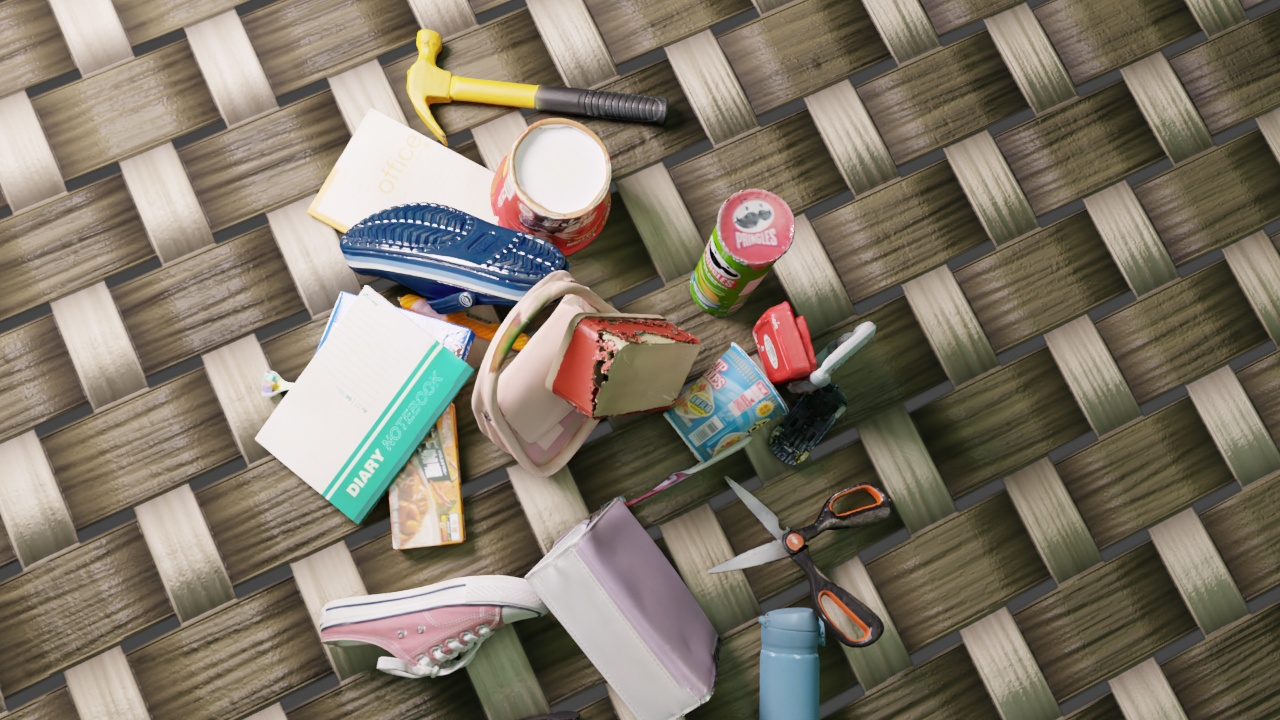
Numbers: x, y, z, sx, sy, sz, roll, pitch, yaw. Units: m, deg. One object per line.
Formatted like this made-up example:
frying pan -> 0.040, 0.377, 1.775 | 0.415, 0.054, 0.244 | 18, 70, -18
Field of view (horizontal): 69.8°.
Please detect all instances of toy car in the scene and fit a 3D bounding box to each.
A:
toy car -> 0.185, 0.068, 1.021 | 0.049, 0.031, 0.105 | 40, 83, 2

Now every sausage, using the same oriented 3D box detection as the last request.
sausage -> -0.193, -0.042, 1.020 | 0.165, 0.021, 0.021 | 20, 81, 0

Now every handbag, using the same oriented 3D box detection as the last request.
handbag -> -0.010, 0.251, 0.927 | 0.099, 0.144, 0.197 | -39, 87, 22
handbag -> -0.094, 0.000, 0.912 | 0.093, 0.234, 0.193 | 33, 78, 20

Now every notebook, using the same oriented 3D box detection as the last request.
notebook -> -0.252, -0.180, 1.043 | 0.206, 0.010, 0.145 | 28, 81, 0
notebook -> -0.293, 0.048, 0.972 | 0.150, 0.012, 0.209 | 38, 95, 6

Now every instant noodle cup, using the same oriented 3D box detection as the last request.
instant noodle cup -> -0.093, -0.190, 0.997 | 0.138, 0.109, 0.138 | 1, 83, -11
instant noodle cup -> 0.088, 0.052, 0.991 | 0.110, 0.099, 0.099 | -38, 85, -1

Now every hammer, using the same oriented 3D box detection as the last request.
hammer -> -0.118, -0.302, 1.058 | 0.300, 0.033, 0.128 | 5, 82, -2

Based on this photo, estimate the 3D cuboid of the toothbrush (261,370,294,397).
toothbrush -> -0.316, 0.033, 1.003 | 0.189, 0.020, 0.029 | 5, 78, -3

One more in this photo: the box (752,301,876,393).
box -> 0.181, -0.016, 0.946 | 0.100, 0.201, 0.095 | -18, 86, 1

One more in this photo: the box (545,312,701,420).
box -> -0.006, 0.006, 0.908 | 0.077, 0.168, 0.091 | 31, 107, 27

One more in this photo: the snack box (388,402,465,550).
snack box -> -0.233, 0.124, 0.991 | 0.075, 0.026, 0.153 | -6, 82, -5

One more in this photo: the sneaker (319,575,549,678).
sneaker -> -0.207, 0.276, 0.932 | 0.241, 0.118, 0.087 | -8, 64, 1

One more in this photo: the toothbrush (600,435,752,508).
toothbrush -> 0.041, 0.126, 1.013 | 0.187, 0.016, 0.017 | -27, 74, -6

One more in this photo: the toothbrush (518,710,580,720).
toothbrush -> -0.157, 0.388, 0.964 | 0.189, 0.014, 0.016 | -6, 106, -4

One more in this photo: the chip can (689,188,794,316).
chip can -> 0.098, -0.101, 0.937 | 0.072, 0.236, 0.072 | 0, 81, -3

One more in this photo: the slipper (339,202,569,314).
slipper -> -0.194, -0.100, 0.987 | 0.253, 0.095, 0.104 | 12, 38, 13

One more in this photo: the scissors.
scissors -> 0.184, 0.197, 0.977 | 0.220, 0.022, 0.233 | -32, 72, -24

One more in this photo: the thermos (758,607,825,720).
thermos -> 0.157, 0.371, 0.958 | 0.070, 0.070, 0.220 | 3, 81, -3

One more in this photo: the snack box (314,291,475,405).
snack box -> -0.266, -0.014, 0.996 | 0.157, 0.026, 0.084 | 16, 78, 8
